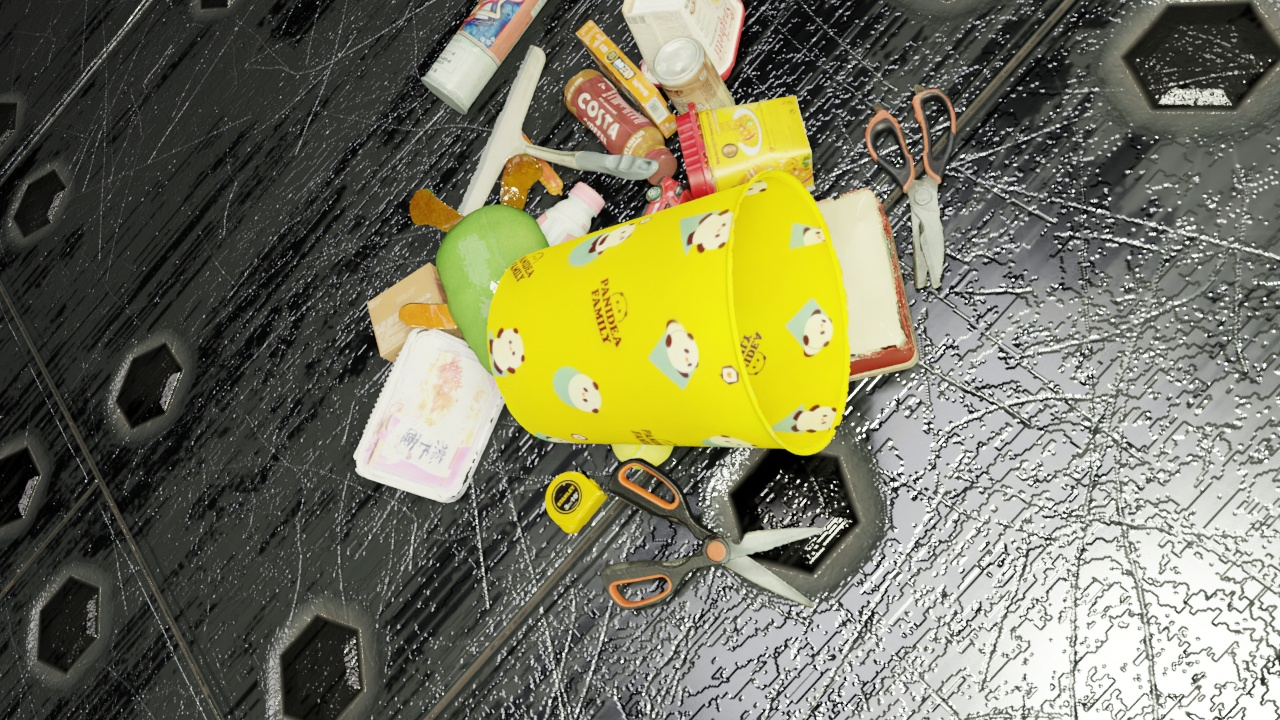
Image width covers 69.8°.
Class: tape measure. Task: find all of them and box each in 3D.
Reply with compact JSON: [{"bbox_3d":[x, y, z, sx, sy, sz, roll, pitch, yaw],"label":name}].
[{"bbox_3d":[-0.068,0.145,0.951,0.057,0.029,0.060,40,91,30],"label":"tape measure"}]

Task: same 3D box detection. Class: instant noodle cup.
[{"bbox_3d":[0.110,-0.209,0.951,0.124,0.116,0.116,-13,66,9],"label":"instant noodle cup"},{"bbox_3d":[0.044,-0.384,1.030,0.117,0.124,0.116,5,75,26],"label":"instant noodle cup"},{"bbox_3d":[-0.232,0.056,1.009,0.060,0.138,0.173,20,84,53],"label":"instant noodle cup"}]

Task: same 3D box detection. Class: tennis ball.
[{"bbox_3d":[0.003,0.076,0.920,0.066,0.065,0.065,-9,69,22],"label":"tennis ball"}]

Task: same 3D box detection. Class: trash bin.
[{"bbox_3d":[0.022,-0.025,0.802,0.256,0.229,0.229,-7,69,33],"label":"trash bin"}]

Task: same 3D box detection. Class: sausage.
[{"bbox_3d":[-0.137,-0.255,1.129,0.021,0.021,0.165,-41,60,7],"label":"sausage"}]

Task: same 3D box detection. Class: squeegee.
[{"bbox_3d":[-0.073,-0.230,1.038,0.247,0.039,0.246,18,83,33],"label":"squeegee"}]

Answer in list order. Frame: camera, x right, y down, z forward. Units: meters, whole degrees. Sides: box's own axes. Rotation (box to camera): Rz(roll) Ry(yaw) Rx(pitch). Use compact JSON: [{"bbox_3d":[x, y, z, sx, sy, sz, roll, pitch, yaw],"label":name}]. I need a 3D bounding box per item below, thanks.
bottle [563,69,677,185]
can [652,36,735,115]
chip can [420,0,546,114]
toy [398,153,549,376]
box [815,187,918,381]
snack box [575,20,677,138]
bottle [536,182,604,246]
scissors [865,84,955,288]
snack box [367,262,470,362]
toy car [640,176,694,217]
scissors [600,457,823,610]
[{"bbox_3d":[-0.022,-0.268,1.058,0.057,0.057,0.175,-43,60,6],"label":"bottle"},{"bbox_3d":[0.061,-0.293,0.994,0.059,0.116,0.058,-9,68,23],"label":"can"},{"bbox_3d":[-0.192,-0.427,1.188,0.071,0.071,0.214,35,88,31],"label":"chip can"},{"bbox_3d":[-0.144,-0.082,0.964,0.227,0.090,0.246,-17,86,-5],"label":"toy"},{"bbox_3d":[0.203,-0.075,0.871,0.091,0.079,0.168,-15,67,21],"label":"box"},{"bbox_3d":[-0.014,-0.327,1.065,0.026,0.075,0.153,-41,60,6],"label":"snack box"},{"bbox_3d":[-0.115,-0.115,1.047,0.068,0.068,0.197,35,85,31],"label":"bottle"},{"bbox_3d":[0.266,-0.173,0.914,0.195,0.015,0.206,36,89,29],"label":"scissors"},{"bbox_3d":[-0.245,-0.043,1.063,0.093,0.094,0.077,-30,61,13],"label":"snack box"},{"bbox_3d":[0.019,-0.140,0.996,0.045,0.053,0.120,23,84,32],"label":"toy car"},{"bbox_3d":[0.053,0.180,0.873,0.221,0.021,0.225,47,108,13],"label":"scissors"}]
